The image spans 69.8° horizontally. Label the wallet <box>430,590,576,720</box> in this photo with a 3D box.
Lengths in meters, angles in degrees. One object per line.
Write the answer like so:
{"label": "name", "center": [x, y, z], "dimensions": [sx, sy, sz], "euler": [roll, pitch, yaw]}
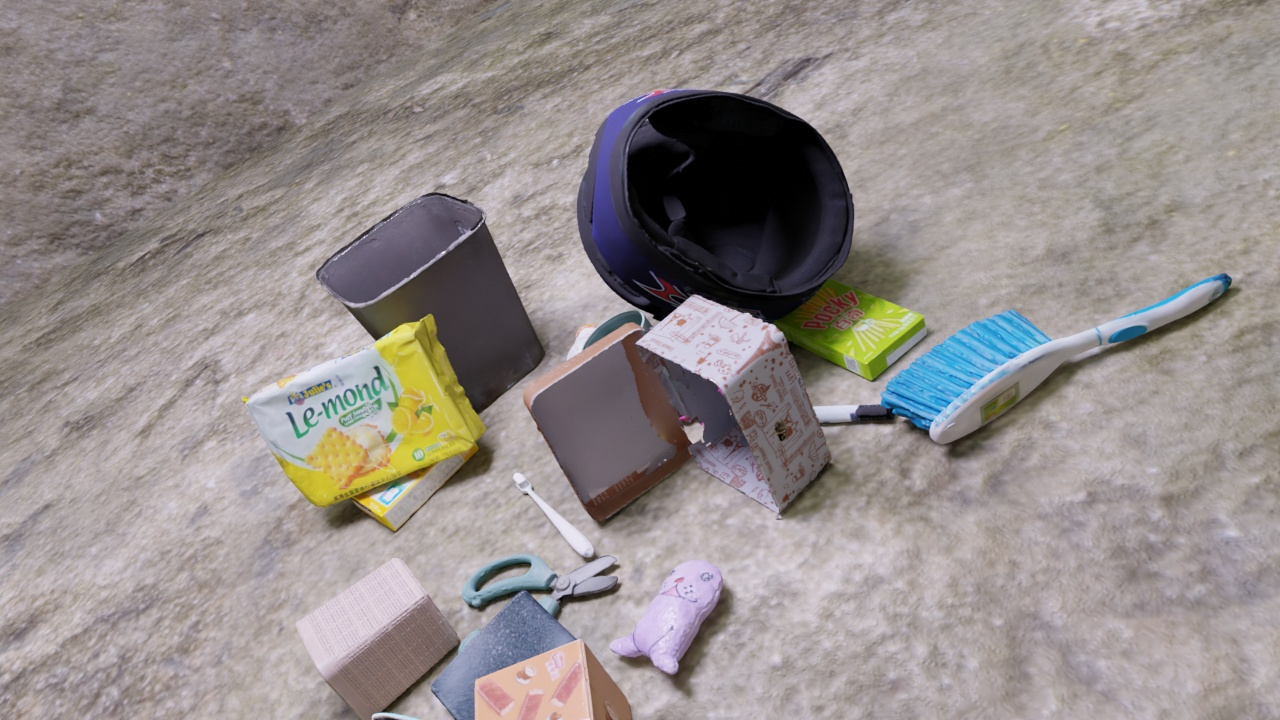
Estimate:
{"label": "wallet", "center": [-0.114, 0.272, 0.798], "dimensions": [0.120, 0.019, 0.097], "euler": [-44, 51, -16]}

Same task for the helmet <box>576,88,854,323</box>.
{"label": "helmet", "center": [0.052, -0.153, 0.970], "dimensions": [0.241, 0.315, 0.247], "euler": [-2, 80, 58]}

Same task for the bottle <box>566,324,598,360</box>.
{"label": "bottle", "center": [-0.057, 0.000, 1.084], "dimensions": [0.063, 0.063, 0.108], "euler": [-22, 36, 8]}

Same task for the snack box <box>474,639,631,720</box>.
{"label": "snack box", "center": [-0.064, 0.284, 0.701], "dimensions": [0.094, 0.093, 0.077], "euler": [-23, 35, 6]}

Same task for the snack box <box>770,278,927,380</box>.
{"label": "snack box", "center": [0.218, -0.038, 0.982], "dimensions": [0.085, 0.026, 0.156], "euler": [-37, 35, -15]}

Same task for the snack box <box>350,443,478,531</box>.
{"label": "snack box", "center": [-0.269, 0.131, 1.088], "dimensions": [0.087, 0.034, 0.140], "euler": [16, 55, 45]}

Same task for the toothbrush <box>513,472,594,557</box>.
{"label": "toothbrush", "center": [-0.091, 0.156, 0.940], "dimensions": [0.016, 0.016, 0.180], "euler": [-37, 32, -15]}

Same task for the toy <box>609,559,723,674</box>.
{"label": "toy", "center": [0.028, 0.214, 0.778], "dimensions": [0.084, 0.039, 0.107], "euler": [-2, 42, 48]}

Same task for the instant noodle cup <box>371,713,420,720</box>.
{"label": "instant noodle cup", "center": [-0.177, 0.347, 0.695], "dimensions": [0.111, 0.111, 0.120], "euler": [-4, 48, 30]}

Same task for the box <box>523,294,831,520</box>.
{"label": "box", "center": [0.040, 0.067, 0.835], "dimensions": [0.217, 0.180, 0.158], "euler": [-33, 37, -11]}

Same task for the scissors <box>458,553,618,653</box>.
{"label": "scissors", "center": [-0.099, 0.234, 0.856], "dimensions": [0.179, 0.019, 0.161], "euler": [-11, 38, 21]}

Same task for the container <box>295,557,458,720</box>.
{"label": "container", "center": [-0.244, 0.258, 0.863], "dimensions": [0.110, 0.090, 0.090], "euler": [-37, 36, -18]}

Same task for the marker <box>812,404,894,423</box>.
{"label": "marker", "center": [0.181, 0.052, 0.897], "dimensions": [0.131, 0.022, 0.018], "euler": [-4, 70, 28]}

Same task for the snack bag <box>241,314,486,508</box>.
{"label": "snack bag", "center": [-0.311, 0.061, 1.046], "dimensions": [0.247, 0.158, 0.068], "euler": [-22, 20, 9]}

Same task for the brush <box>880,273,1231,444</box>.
{"label": "brush", "center": [0.375, -0.016, 0.833], "dimensions": [0.314, 0.060, 0.109], "euler": [-32, 40, -10]}

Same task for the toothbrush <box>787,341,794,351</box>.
{"label": "toothbrush", "center": [0.093, -0.018, 1.044], "dimensions": [0.186, 0.012, 0.017], "euler": [3, 32, 42]}

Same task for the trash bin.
{"label": "trash bin", "center": [-0.251, -0.065, 1.162], "dimensions": [0.198, 0.220, 0.199], "euler": [-41, 36, -17]}

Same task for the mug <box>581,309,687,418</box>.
{"label": "mug", "center": [-0.006, 0.006, 1.000], "dimensions": [0.082, 0.106, 0.111], "euler": [-40, 28, -1]}

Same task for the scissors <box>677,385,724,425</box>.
{"label": "scissors", "center": [0.085, 0.024, 1.005], "dimensions": [0.072, 0.017, 0.136], "euler": [-6, 35, 41]}
